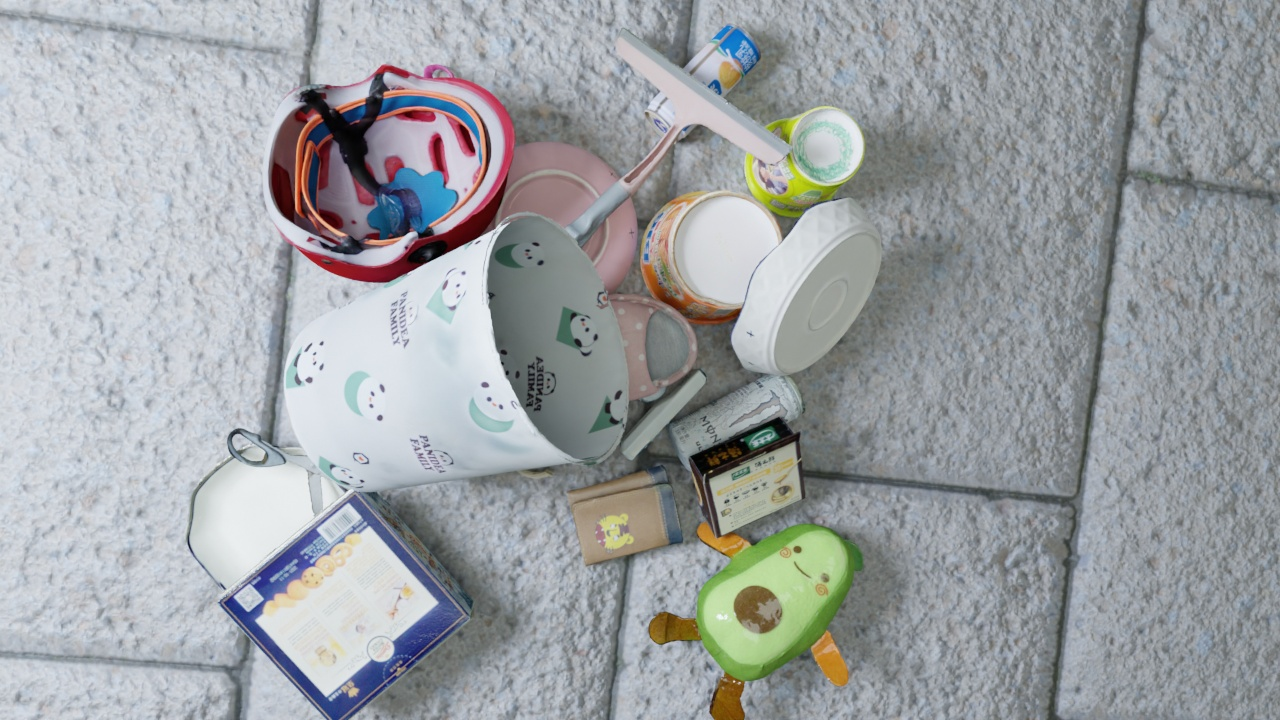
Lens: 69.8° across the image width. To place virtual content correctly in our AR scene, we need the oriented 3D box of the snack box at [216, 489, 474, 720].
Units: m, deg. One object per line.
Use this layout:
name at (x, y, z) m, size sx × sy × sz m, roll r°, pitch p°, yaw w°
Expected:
snack box at (-0.297, 0.248, 0.938) m, size 0.178 × 0.046 × 0.182 m, roll -39°, pitch 98°, yaw -2°

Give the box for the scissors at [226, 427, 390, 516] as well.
scissors at (-0.335, 0.103, 0.947) m, size 0.178 × 0.014 × 0.159 m, roll 28°, pitch 93°, yaw -9°

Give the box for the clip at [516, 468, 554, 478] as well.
clip at (-0.140, 0.103, 0.997) m, size 0.100 × 0.034 × 0.070 m, roll 20°, pitch 90°, yaw -3°

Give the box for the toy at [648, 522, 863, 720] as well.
toy at (0.138, 0.270, 1.007) m, size 0.246 × 0.090 × 0.227 m, roll -41°, pitch 81°, yaw -7°

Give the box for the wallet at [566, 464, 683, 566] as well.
wallet at (-0.017, 0.172, 1.017) m, size 0.115 × 0.033 × 0.090 m, roll -14°, pitch 95°, yaw -3°

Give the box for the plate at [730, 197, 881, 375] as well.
plate at (0.179, -0.068, 0.954) m, size 0.045 × 0.205 × 0.205 m, roll 39°, pitch 86°, yaw 29°

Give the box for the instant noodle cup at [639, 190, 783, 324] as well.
instant noodle cup at (0.081, -0.113, 0.977) m, size 0.151 × 0.111 × 0.151 m, roll 0°, pitch 92°, yaw -7°

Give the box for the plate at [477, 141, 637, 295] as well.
plate at (-0.096, -0.142, 0.988) m, size 0.192 × 0.039 × 0.192 m, roll 0°, pitch 93°, yaw -9°

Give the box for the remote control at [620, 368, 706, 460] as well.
remote control at (0.024, 0.058, 1.008) m, size 0.024 × 0.049 × 0.125 m, roll 45°, pitch 86°, yaw -3°

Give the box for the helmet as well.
helmet at (-0.239, -0.172, 0.915) m, size 0.240 × 0.144 × 0.206 m, roll -13°, pitch 71°, yaw -7°

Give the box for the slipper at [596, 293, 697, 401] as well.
slipper at (-0.077, -0.009, 0.965) m, size 0.274 × 0.054 × 0.114 m, roll -2°, pitch 100°, yaw 5°

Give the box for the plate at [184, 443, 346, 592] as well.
plate at (-0.355, 0.209, 0.973) m, size 0.162 × 0.034 × 0.265 m, roll -40°, pitch 97°, yaw -4°

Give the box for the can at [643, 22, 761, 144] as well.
can at (0.067, -0.300, 0.997) m, size 0.053 × 0.053 × 0.134 m, roll 44°, pitch 87°, yaw -7°

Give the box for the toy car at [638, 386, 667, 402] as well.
toy car at (-0.006, 0.006, 1.010) m, size 0.043 × 0.034 × 0.090 m, roll -40°, pitch 98°, yaw -8°

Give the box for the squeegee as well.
squeegee at (-0.015, -0.186, 0.948) m, size 0.249 × 0.040 × 0.247 m, roll -47°, pitch 66°, yaw 1°

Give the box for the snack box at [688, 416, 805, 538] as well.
snack box at (0.117, 0.122, 0.987) m, size 0.113 × 0.053 × 0.126 m, roll -23°, pitch 132°, yaw -9°

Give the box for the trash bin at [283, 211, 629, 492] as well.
trash bin at (-0.173, 0.010, 0.859) m, size 0.252 × 0.229 × 0.229 m, roll -16°, pitch 95°, yaw 26°

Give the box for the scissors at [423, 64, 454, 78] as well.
scissors at (-0.201, -0.259, 0.985) m, size 0.133 × 0.017 × 0.118 m, roll 16°, pitch 90°, yaw -12°

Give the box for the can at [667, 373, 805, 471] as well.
can at (0.105, 0.066, 1.013) m, size 0.146 × 0.058 × 0.058 m, roll -26°, pitch 95°, yaw -5°

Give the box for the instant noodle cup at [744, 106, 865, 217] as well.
instant noodle cup at (0.180, -0.216, 0.979) m, size 0.111 × 0.123 × 0.111 m, roll 0°, pitch 92°, yaw -8°
